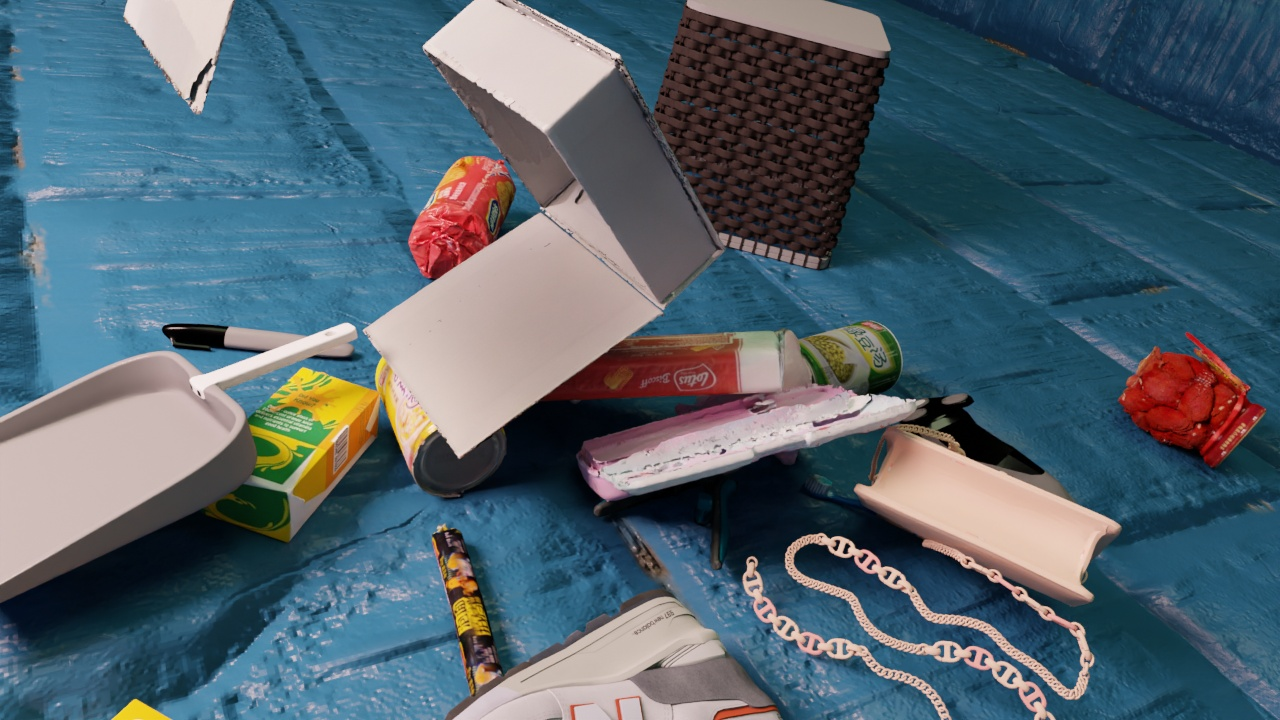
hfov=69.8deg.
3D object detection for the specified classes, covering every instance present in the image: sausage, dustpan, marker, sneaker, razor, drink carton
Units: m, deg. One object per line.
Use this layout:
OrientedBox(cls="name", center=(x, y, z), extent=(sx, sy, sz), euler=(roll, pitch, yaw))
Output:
OrientedBox(cls="sausage", center=(-0.097, 0.147, 0.520), extent=(0.020, 0.020, 0.155), euler=(-1, 35, -24))
OrientedBox(cls="dustpan", center=(-0.283, 0.037, 0.539), extent=(0.256, 0.033, 0.163), euler=(-27, 37, -36))
OrientedBox(cls="marker", center=(-0.290, -0.013, 0.699), extent=(0.138, 0.016, 0.022), euler=(7, 64, -12))
OrientedBox(cls="sneaker", center=(-0.011, 0.195, 0.414), extent=(0.124, 0.089, 0.239), euler=(29, 31, 27))
OrientedBox(cls="razor", center=(0.285, 0.083, 0.743), extent=(0.156, 0.060, 0.057), euler=(42, 25, 6))
OrientedBox(cls="drink carton", center=(-0.183, 0.201, 0.381), extent=(0.122, 0.040, 0.058), euler=(22, 33, 12))
OrientedBox(cls="drink carton", center=(-0.221, 0.055, 0.593), extent=(0.058, 0.041, 0.122), euler=(17, 33, 5))

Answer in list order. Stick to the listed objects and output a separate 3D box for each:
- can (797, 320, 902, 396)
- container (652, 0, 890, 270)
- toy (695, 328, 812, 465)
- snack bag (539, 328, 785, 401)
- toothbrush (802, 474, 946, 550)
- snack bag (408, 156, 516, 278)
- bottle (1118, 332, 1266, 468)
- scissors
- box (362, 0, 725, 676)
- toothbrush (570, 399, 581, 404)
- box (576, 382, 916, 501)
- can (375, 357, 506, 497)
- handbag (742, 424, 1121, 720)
OrientedBox(cls="can", center=(0.166, 0.008, 0.796), extent=(0.120, 0.067, 0.067), euler=(-14, 42, -37))
OrientedBox(cls="container", center=(0.141, -0.292, 1.086), extent=(0.245, 0.244, 0.246), euler=(15, 32, 1))
OrientedBox(cls="toy", center=(0.103, 0.036, 0.730), extent=(0.096, 0.099, 0.052), euler=(55, 11, 16))
OrientedBox(cls="snack bag", center=(-0.004, 0.004, 0.686), extent=(0.225, 0.041, 0.077), euler=(-1, 12, 8))
OrientedBox(cls="toothbrush", center=(0.186, 0.115, 0.684), extent=(0.135, 0.017, 0.021), euler=(21, 46, 11))
OrientedBox(cls="snack bag", center=(-0.168, -0.137, 0.885), extent=(0.082, 0.082, 0.176), euler=(12, 32, -4))
OrientedBox(cls="bottle", center=(0.522, 0.035, 0.869), extent=(0.098, 0.099, 0.111), euler=(-20, 50, -42))
OrientedBox(cls="scissors", center=(0.027, 0.095, 0.651), extent=(0.118, 0.019, 0.148), euler=(10, 28, -4))
OrientedBox(cls="box", center=(-0.088, -0.006, 0.639), extent=(0.164, 0.447, 0.167), euler=(-2, 31, -38))
OrientedBox(cls="toothbrush", center=(-0.103, -0.019, 0.784), extent=(0.017, 0.012, 0.187), euler=(-22, 45, -26))
OrientedBox(cls="box", center=(0.065, 0.055, 0.615), extent=(0.201, 0.041, 0.154), euler=(-14, 10, -14))
OrientedBox(cls="can", center=(-0.138, 0.035, 0.632), extent=(0.067, 0.068, 0.105), euler=(-5, 37, -28))
OrientedBox(cls="handbag", center=(0.188, 0.148, 0.605), extent=(0.199, 0.116, 0.187), euler=(25, 78, 22))
